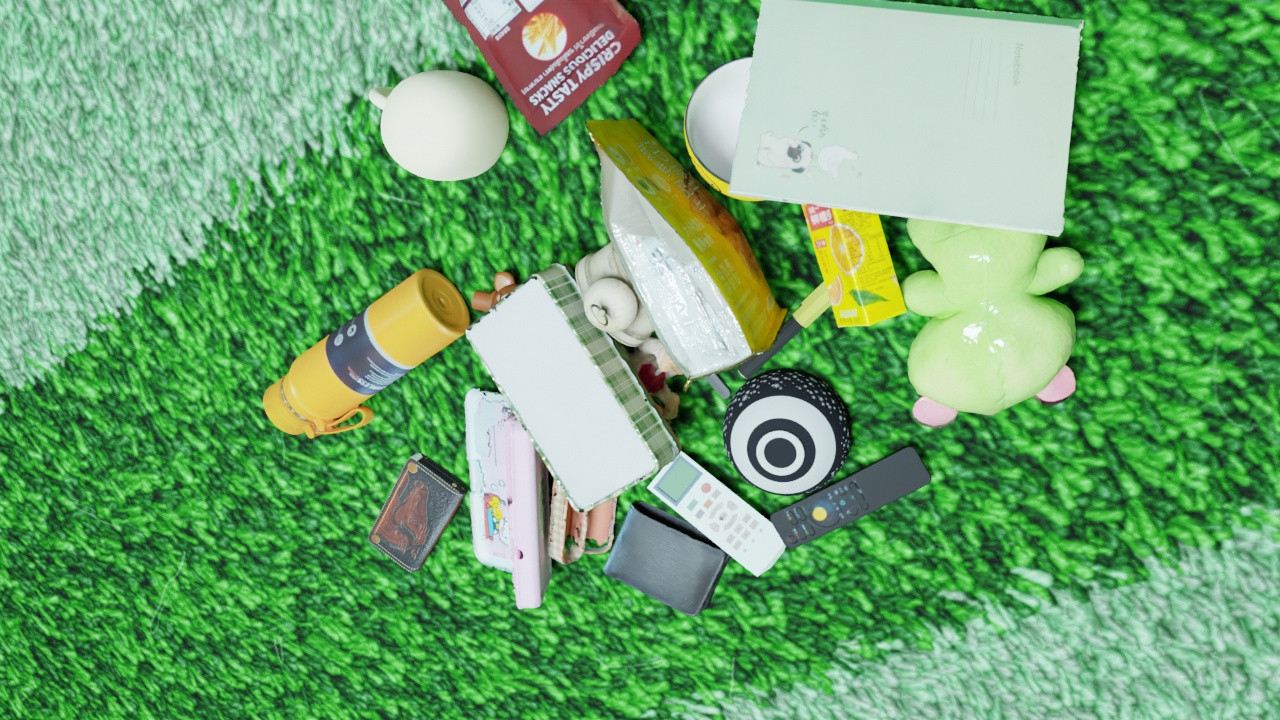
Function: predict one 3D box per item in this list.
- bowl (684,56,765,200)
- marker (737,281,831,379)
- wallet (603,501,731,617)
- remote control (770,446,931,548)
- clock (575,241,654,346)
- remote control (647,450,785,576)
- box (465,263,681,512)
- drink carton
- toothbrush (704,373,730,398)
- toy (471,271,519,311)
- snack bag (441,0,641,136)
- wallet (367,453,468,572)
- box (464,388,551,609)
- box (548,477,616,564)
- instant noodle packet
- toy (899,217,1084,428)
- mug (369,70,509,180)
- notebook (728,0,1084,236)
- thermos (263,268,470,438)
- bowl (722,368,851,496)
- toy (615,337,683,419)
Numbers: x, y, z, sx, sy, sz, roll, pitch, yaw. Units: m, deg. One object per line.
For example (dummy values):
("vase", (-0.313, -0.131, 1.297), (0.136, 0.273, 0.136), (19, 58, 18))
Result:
("bowl", (0.096, -0.185, 0.769), (0.117, 0.068, 0.117), (-1, 78, 4))
("marker", (0.136, -0.029, 0.839), (0.021, 0.017, 0.124), (24, 120, -41))
("wallet", (0.027, 0.204, 0.934), (0.115, 0.026, 0.089), (23, 112, 8))
("remote control", (0.195, 0.129, 0.861), (0.152, 0.020, 0.041), (-30, 94, 15))
("clock", (-0.013, -0.058, 0.792), (0.055, 0.140, 0.093), (-33, 97, 25))
("remote control", (0.077, 0.150, 0.900), (0.143, 0.024, 0.049), (39, 90, 1))
("box", (-0.062, 0.026, 0.820), (0.118, 0.051, 0.205), (-35, 86, 36))
("drink carton", (0.178, -0.098, 0.777), (0.043, 0.058, 0.134), (-19, 95, -13))
("toothbrush", (0.030, -0.027, 0.873), (0.013, 0.013, 0.167), (-39, 94, 21))
("toy", (-0.105, -0.046, 0.878), (0.128, 0.065, 0.095), (14, 104, 16))
("snack bag", (-0.106, -0.318, 0.799), (0.139, 0.066, 0.208), (-34, 97, 26))
("wallet", (-0.243, 0.167, 0.999), (0.072, 0.019, 0.123), (35, 112, 8))
("box", (-0.124, 0.135, 0.929), (0.077, 0.146, 0.202), (-7, 108, -25))
("box", (-0.053, 0.114, 0.912), (0.042, 0.082, 0.187), (21, 115, 37))
("instant noodle packet", (0.030, -0.103, 0.770), (0.084, 0.162, 0.221), (-28, 97, 22))
("toy", (0.287, -0.042, 0.754), (0.150, 0.107, 0.197), (-10, 94, 17))
("mug", (-0.191, -0.217, 0.829), (0.120, 0.099, 0.096), (29, 111, 5))
("notebook", (0.208, -0.199, 0.721), (0.252, 0.010, 0.181), (9, 79, 7))
("thermos", (-0.281, 0.004, 0.927), (0.233, 0.076, 0.091), (-31, 60, 21))
("bowl", (0.132, 0.074, 0.845), (0.120, 0.066, 0.120), (4, 107, 14))
("toy", (-0.005, 0.005, 0.859), (0.106, 0.074, 0.085), (27, 112, 22))
